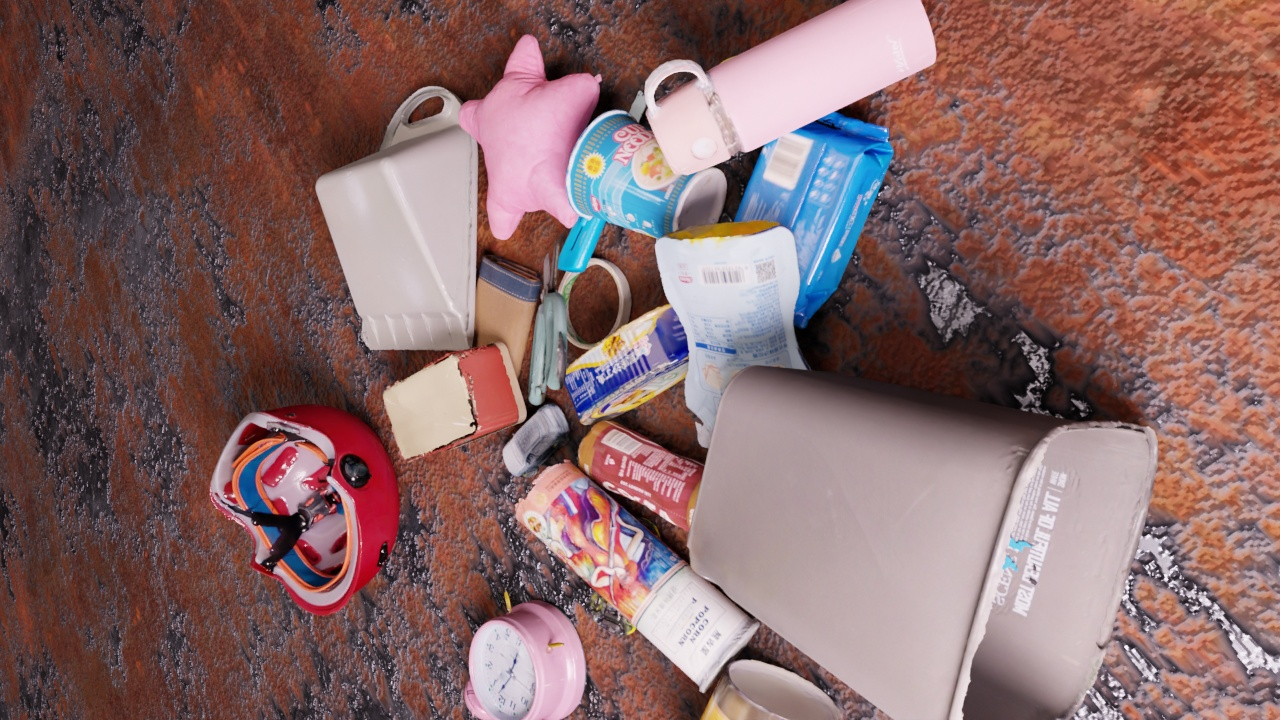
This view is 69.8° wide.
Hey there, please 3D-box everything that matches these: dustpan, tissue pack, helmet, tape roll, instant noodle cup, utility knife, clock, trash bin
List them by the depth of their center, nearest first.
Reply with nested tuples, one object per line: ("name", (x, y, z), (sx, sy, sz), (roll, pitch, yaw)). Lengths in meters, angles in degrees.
("trash bin", (0.167, 0.105, 0.583), (0.220, 0.198, 0.199), (20, 101, 46))
("instant noodle cup", (0.088, 0.300, 0.691), (0.118, 0.118, 0.114), (23, 97, 37))
("tissue pack", (0.124, -0.112, 0.697), (0.095, 0.052, 0.157), (33, 111, 37))
("instant noodle cup", (0.010, -0.146, 0.772), (0.110, 0.099, 0.099), (29, 108, 28))
("utility knife", (-0.032, -0.161, 0.841), (0.034, 0.018, 0.179), (34, 104, 44))
("tape roll", (-0.045, -0.053, 0.862), (0.086, 0.013, 0.086), (0, 89, 40))
("clock", (-0.118, 0.314, 0.895), (0.117, 0.059, 0.159), (27, 109, 37))
("dustpan", (-0.241, -0.157, 1.013), (0.223, 0.142, 0.258), (2, 117, 46))
("helmet", (-0.353, 0.155, 1.041), (0.240, 0.143, 0.207), (51, 121, 12))

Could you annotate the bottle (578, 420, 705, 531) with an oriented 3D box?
("bottle", (0.025, 0.104, 0.775), (0.175, 0.057, 0.057), (21, 104, 38))

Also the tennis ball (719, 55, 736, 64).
("tennis ball", (0.081, -0.207, 0.723), (0.066, 0.065, 0.065), (0, 90, 40))

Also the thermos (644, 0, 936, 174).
("thermos", (0.099, -0.204, 0.647), (0.199, 0.087, 0.067), (-22, 44, 10))

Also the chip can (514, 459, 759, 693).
("chip can", (-0.006, 0.174, 0.764), (0.215, 0.071, 0.071), (38, 114, 20))

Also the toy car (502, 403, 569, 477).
("toy car", (-0.105, 0.080, 0.901), (0.091, 0.034, 0.043), (-45, 66, 32))

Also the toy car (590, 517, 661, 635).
("toy car", (-0.009, 0.192, 0.822), (0.048, 0.032, 0.105), (14, 88, 32))

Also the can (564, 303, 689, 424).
("can", (-0.005, 0.005, 0.791), (0.149, 0.074, 0.049), (-33, 73, 36))

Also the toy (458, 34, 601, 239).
("toy", (-0.098, -0.207, 0.866), (0.179, 0.074, 0.194), (-31, 70, 36))

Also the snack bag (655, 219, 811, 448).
("snack bag", (0.077, -0.010, 0.700), (0.110, 0.038, 0.191), (-5, 114, 19))

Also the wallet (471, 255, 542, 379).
("wallet", (-0.141, -0.041, 0.932), (0.090, 0.033, 0.115), (27, 108, 39))

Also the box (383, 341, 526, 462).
("box", (-0.199, 0.044, 0.927), (0.169, 0.077, 0.091), (-22, 84, 48))

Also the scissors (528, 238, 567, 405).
("scissors", (-0.083, -0.018, 0.831), (0.179, 0.019, 0.170), (-111, 29, -63))
